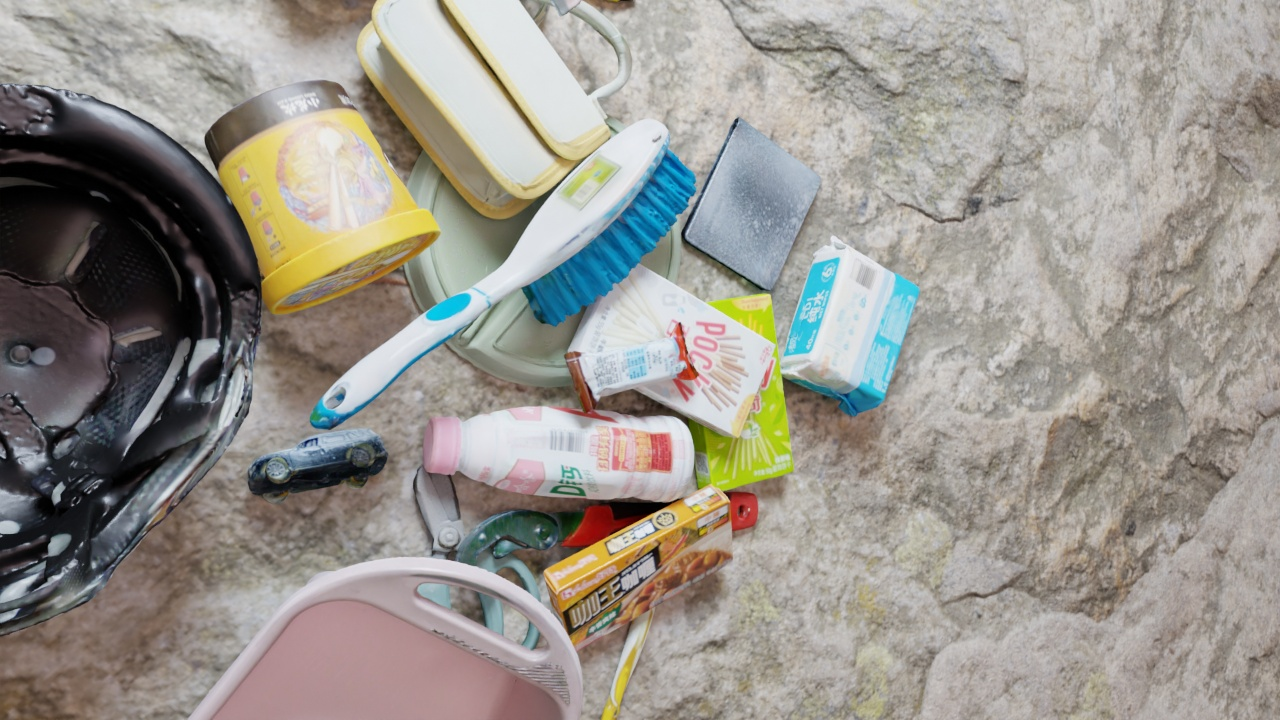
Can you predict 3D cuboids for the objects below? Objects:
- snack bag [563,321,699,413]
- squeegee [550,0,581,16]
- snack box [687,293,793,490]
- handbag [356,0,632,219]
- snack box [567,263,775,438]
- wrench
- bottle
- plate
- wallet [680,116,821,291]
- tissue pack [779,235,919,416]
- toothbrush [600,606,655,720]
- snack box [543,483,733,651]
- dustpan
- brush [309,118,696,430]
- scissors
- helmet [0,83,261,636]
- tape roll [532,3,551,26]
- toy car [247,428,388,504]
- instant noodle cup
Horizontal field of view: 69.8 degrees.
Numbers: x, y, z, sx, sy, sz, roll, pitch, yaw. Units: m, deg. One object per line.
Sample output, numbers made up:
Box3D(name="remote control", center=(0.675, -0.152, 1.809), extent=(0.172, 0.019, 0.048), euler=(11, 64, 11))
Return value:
Box3D(name="snack bag", center=(-0.004, 0.004, 0.670), extent=(0.104, 0.026, 0.048), euler=(-18, 91, -24))
Box3D(name="squeegee", center=(-0.025, -0.408, 0.703), extent=(0.248, 0.040, 0.247), euler=(-32, 88, -31))
Box3D(name="snack box", center=(0.079, 0.026, 0.773), extent=(0.085, 0.026, 0.156), euler=(-9, 93, -27))
Box3D(name="handbag", center=(-0.084, -0.211, 0.649), extent=(0.178, 0.063, 0.163), euler=(-45, 105, -26))
Box3D(name="snack box", center=(0.027, -0.009, 0.717), extent=(0.156, 0.027, 0.084), euler=(28, 77, -23))
Box3D(name="wrench", center=(-0.015, 0.132, 0.722), extent=(0.272, 0.016, 0.056), euler=(-4, 92, -32))
Box3D(name="bottle", center=(-0.060, 0.069, 0.683), extent=(0.196, 0.068, 0.068), euler=(5, 87, -23))
Box3D(name="plate", center=(-0.066, -0.094, 0.701), extent=(0.229, 0.027, 0.230), euler=(1, 89, -27))
Box3D(name="wallet", center=(0.096, -0.133, 0.789), extent=(0.097, 0.019, 0.120), euler=(29, 78, -21))
Box3D(name="tissue pack", center=(0.181, -0.030, 0.803), extent=(0.090, 0.063, 0.140), euler=(25, 77, -23))
Box3D(name="toothbrush", center=(-0.019, 0.272, 0.726), extent=(0.016, 0.018, 0.191), euler=(25, 79, -26))
Box3D(name="snack box", center=(0.002, 0.160, 0.711), extent=(0.153, 0.026, 0.075), euler=(-24, 130, -20))
Box3D(name="dustpan", center=(-0.169, 0.246, 0.571), extent=(0.222, 0.139, 0.273), euler=(30, 79, -19))
Box3D(name="brush", center=(-0.082, -0.052, 0.621), extent=(0.314, 0.060, 0.109), euler=(-48, 153, -12))
Box3D(name="scissors", center=(-0.151, 0.164, 0.662), extent=(0.131, 0.019, 0.185), euler=(-37, 104, -22))
Box3D(name="helmet", center=(-0.340, 0.003, 0.491), extent=(0.230, 0.157, 0.273), euler=(30, 73, -27))
Box3D(name="tape roll", center=(-0.106, -0.282, 0.679), extent=(0.085, 0.014, 0.086), euler=(-5, 104, -22))
Box3D(name="toy car", center=(-0.217, 0.069, 0.617), extent=(0.090, 0.043, 0.034), euler=(-10, 67, -29))
Box3D(name="instant noodle cup", center=(-0.207, -0.105, 0.586), extent=(0.118, 0.119, 0.114), euler=(-29, 94, -24))
